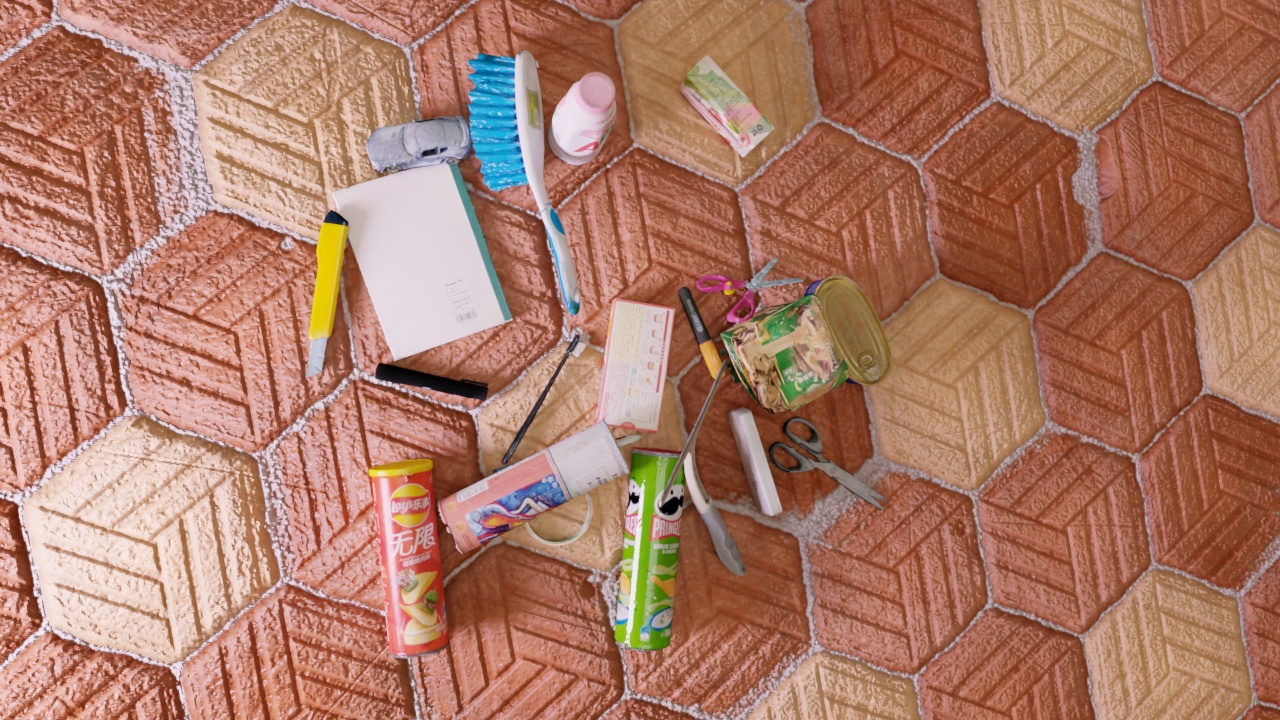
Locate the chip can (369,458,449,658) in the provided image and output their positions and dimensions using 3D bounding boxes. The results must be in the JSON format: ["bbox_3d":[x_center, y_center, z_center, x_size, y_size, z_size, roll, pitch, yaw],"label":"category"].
[{"bbox_3d":[-0.264,0.225,1.051,0.073,0.073,0.216,-5,90,-11],"label":"chip can"}]

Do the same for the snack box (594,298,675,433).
[{"bbox_3d":[-0.007,0.007,1.124,0.077,0.027,0.155,9,88,-10],"label":"snack box"}]

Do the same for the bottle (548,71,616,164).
[{"bbox_3d":[-0.063,-0.273,1.030,0.068,0.197,0.068,0,90,-11],"label":"bottle"}]

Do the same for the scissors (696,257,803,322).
[{"bbox_3d":[0.138,-0.087,1.131,0.133,0.124,0.017,-6,135,-2],"label":"scissors"}]

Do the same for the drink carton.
[{"bbox_3d":[0.104,-0.312,1.135,0.122,0.053,0.045,45,82,-6],"label":"drink carton"}]

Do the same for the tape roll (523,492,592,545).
[{"bbox_3d":[-0.101,0.181,1.112,0.085,0.014,0.086,0,89,-10],"label":"tape roll"}]

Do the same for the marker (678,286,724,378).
[{"bbox_3d":[0.076,-0.034,1.146,0.018,0.015,0.124,-23,92,-15],"label":"marker"}]

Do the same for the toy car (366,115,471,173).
[{"bbox_3d":[-0.258,-0.254,1.071,0.120,0.037,0.054,-12,77,-7],"label":"toy car"}]

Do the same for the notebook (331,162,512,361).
[{"bbox_3d":[-0.256,-0.122,1.087,0.150,0.012,0.209,-20,93,-10],"label":"notebook"}]

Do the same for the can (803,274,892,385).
[{"bbox_3d":[0.261,-0.037,1.163,0.074,0.049,0.148,-30,95,-9],"label":"can"}]

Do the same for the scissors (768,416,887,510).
[{"bbox_3d":[0.249,0.132,1.178,0.173,0.014,0.141,-2,91,-11],"label":"scissors"}]

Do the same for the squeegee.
[{"bbox_3d":[0.082,0.168,1.098,0.039,0.245,0.247,-2,125,26],"label":"squeegee"}]

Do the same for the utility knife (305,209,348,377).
[{"bbox_3d":[-0.366,-0.076,1.062,0.033,0.015,0.197,10,92,9],"label":"utility knife"}]

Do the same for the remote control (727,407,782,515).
[{"bbox_3d":[0.142,0.124,1.136,0.019,0.056,0.135,-18,92,-11],"label":"remote control"}]

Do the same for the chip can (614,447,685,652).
[{"bbox_3d":[0.014,0.224,1.104,0.072,0.072,0.236,6,89,-11],"label":"chip can"}]

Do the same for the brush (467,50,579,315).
[{"bbox_3d":[-0.133,-0.207,1.070,0.110,0.060,0.314,-2,95,21],"label":"brush"}]

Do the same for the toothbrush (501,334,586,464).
[{"bbox_3d":[-0.117,0.048,1.108,0.018,0.016,0.181,34,82,-18],"label":"toothbrush"}]

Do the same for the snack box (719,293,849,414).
[{"bbox_3d":[0.164,-0.013,1.112,0.117,0.105,0.118,-28,107,-10],"label":"snack box"}]

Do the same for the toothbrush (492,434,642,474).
[{"bbox_3d":[-0.088,0.115,1.115,0.187,0.016,0.017,-16,82,-10],"label":"toothbrush"}]

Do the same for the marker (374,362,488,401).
[{"bbox_3d":[-0.246,0.025,1.083,0.132,0.020,0.022,13,98,-10],"label":"marker"}]

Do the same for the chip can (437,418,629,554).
[{"bbox_3d":[-0.124,0.146,1.064,0.214,0.071,0.071,-25,94,-6],"label":"chip can"}]
